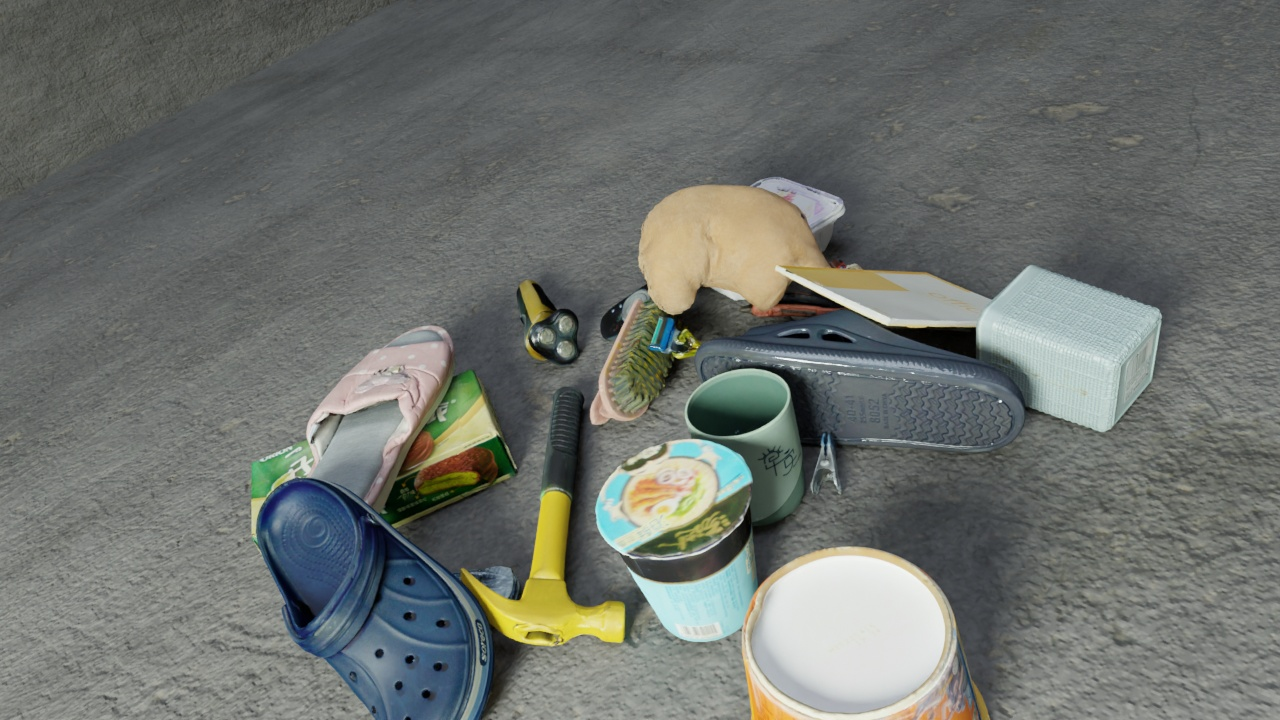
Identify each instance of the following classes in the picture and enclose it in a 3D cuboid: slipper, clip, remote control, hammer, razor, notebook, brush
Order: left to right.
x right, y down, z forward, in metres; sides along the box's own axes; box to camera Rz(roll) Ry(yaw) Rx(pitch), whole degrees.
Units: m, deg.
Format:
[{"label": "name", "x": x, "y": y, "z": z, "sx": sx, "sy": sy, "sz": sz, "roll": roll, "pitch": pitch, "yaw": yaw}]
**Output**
[{"label": "slipper", "x": -0.206, "y": 0.174, "z": 0.676, "sx": 0.253, "sy": 0.095, "sz": 0.105, "roll": 42, "pitch": 91, "yaw": 26}, {"label": "slipper", "x": -0.248, "y": 0.050, "z": 0.851, "sx": 0.114, "sy": 0.054, "sz": 0.273, "roll": -4, "pitch": 40, "yaw": 17}, {"label": "razor", "x": -0.110, "y": -0.051, "z": 1.038, "sx": 0.068, "sy": 0.062, "sz": 0.167, "roll": -50, "pitch": 29, "yaw": 11}, {"label": "hammer", "x": -0.074, "y": 0.121, "z": 0.795, "sx": 0.129, "sy": 0.033, "sz": 0.300, "roll": 3, "pitch": 34, "yaw": -1}, {"label": "brush", "x": -0.005, "y": 0.005, "z": 0.913, "sx": 0.073, "sy": 0.063, "sz": 0.145, "roll": -29, "pitch": 26, "yaw": 41}, {"label": "remote control", "x": 0.015, "y": -0.062, "z": 0.994, "sx": 0.137, "sy": 0.024, "sz": 0.053, "roll": -31, "pitch": 45, "yaw": 23}, {"label": "razor", "x": 0.081, "y": -0.007, "z": 0.889, "sx": 0.143, "sy": 0.022, "sz": 0.042, "roll": 13, "pitch": 53, "yaw": 5}, {"label": "clip", "x": 0.157, "y": 0.086, "z": 0.758, "sx": 0.028, "sy": 0.024, "sz": 0.056, "roll": -7, "pitch": 41, "yaw": 22}, {"label": "slipper", "x": 0.181, "y": 0.014, "z": 0.773, "sx": 0.268, "sy": 0.111, "sz": 0.083, "roll": 7, "pitch": 46, "yaw": 22}, {"label": "notebook", "x": 0.244, "y": -0.058, "z": 0.831, "sx": 0.206, "sy": 0.010, "sz": 0.146, "roll": -1, "pitch": 23, "yaw": -33}]

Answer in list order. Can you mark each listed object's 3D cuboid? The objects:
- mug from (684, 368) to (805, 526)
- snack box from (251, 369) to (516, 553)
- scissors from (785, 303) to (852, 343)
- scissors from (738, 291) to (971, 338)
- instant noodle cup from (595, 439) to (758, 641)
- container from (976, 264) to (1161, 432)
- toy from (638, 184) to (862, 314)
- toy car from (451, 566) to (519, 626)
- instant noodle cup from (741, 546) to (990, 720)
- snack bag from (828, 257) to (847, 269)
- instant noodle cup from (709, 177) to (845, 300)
[{"label": "mug", "x": 0.076, "y": 0.080, "z": 0.729, "sx": 0.111, "sy": 0.106, "sz": 0.082, "roll": -34, "pitch": 39, "yaw": -23}, {"label": "snack box", "x": -0.248, "y": 0.105, "z": 0.881, "sx": 0.240, "sy": 0.063, "sz": 0.114, "roll": -23, "pitch": 37, "yaw": -7}, {"label": "scissors", "x": 0.175, "y": -0.016, "z": 0.887, "sx": 0.235, "sy": 0.022, "sz": 0.124, "roll": 22, "pitch": 53, "yaw": 42}, {"label": "scissors", "x": 0.196, "y": -0.036, "z": 0.875, "sx": 0.213, "sy": 0.015, "sz": 0.197, "roll": -20, "pitch": 30, "yaw": -20}, {"label": "instant noodle cup", "x": 0.037, "y": 0.136, "z": 0.664, "sx": 0.111, "sy": 0.120, "sz": 0.111, "roll": -12, "pitch": 38, "yaw": 9}, {"label": "container", "x": 0.347, "y": -0.008, "z": 0.746, "sx": 0.090, "sy": 0.090, "sz": 0.111, "roll": -38, "pitch": 44, "yaw": -25}, {"label": "toy", "x": 0.111, "y": -0.112, "z": 0.910, "sx": 0.226, "sy": 0.082, "sz": 0.143, "roll": 0, "pitch": 74, "yaw": 5}, {"label": "toy car", "x": -0.150, "y": 0.193, "z": 0.749, "sx": 0.106, "sy": 0.031, "sz": 0.048, "roll": -11, "pitch": 36, "yaw": 12}, {"label": "instant noodle cup", "x": 0.130, "y": 0.193, "z": 0.553, "sx": 0.151, "sy": 0.111, "sz": 0.151, "roll": -12, "pitch": 36, "yaw": 9}, {"label": "snack bag", "x": 0.223, "y": -0.073, "z": 0.938, "sx": 0.048, "sy": 0.026, "sz": 0.104, "roll": -41, "pitch": 39, "yaw": -9}, {"label": "instant noodle cup", "x": 0.131, "y": -0.132, "z": 1.029, "sx": 0.173, "sy": 0.060, "sz": 0.138, "roll": -34, "pitch": 38, "yaw": -17}]
